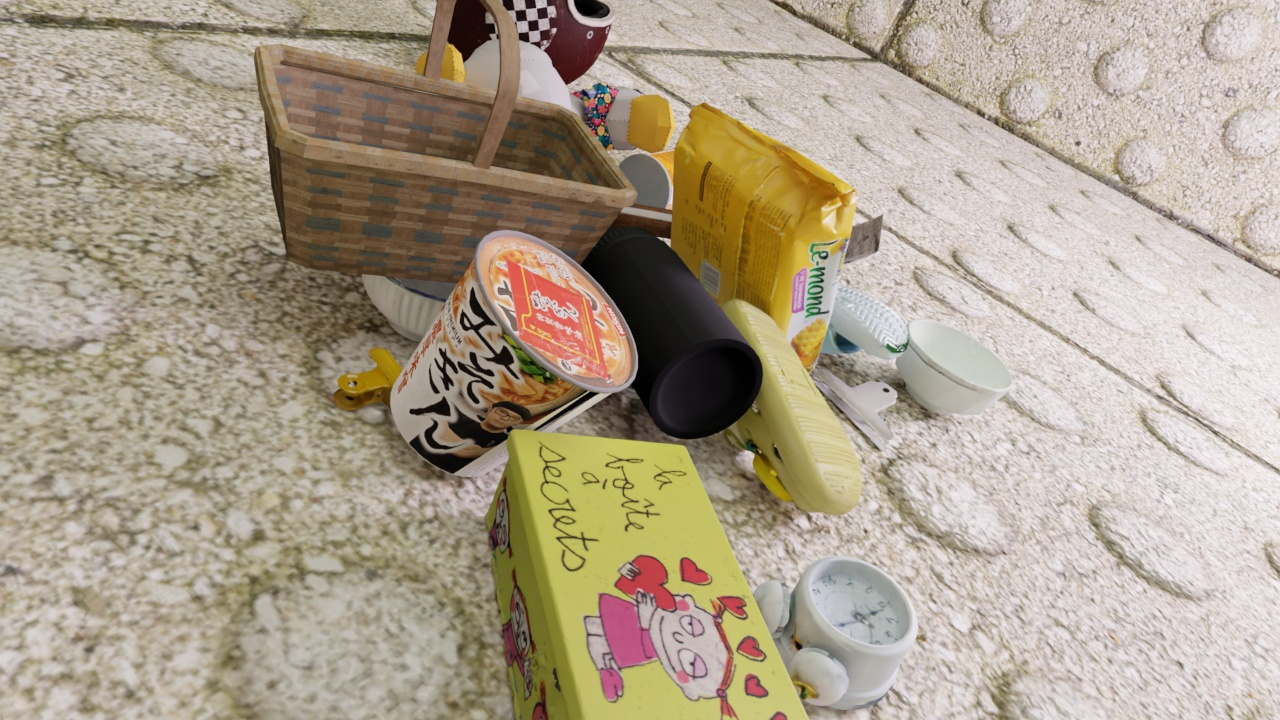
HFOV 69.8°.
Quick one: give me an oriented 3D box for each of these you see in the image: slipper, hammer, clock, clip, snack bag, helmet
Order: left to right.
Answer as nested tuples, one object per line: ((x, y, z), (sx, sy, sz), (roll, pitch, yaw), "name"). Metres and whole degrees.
((-0.180, 0.020, 0.616), (0.049, 0.044, 0.054), (-35, 59, -16), "clip")
((-0.145, -0.478, 1.178), (0.233, 0.254, 0.233), (-12, 34, -10), "helmet")
((0.077, -0.139, 0.948), (0.300, 0.037, 0.218), (8, -2, -10), "hammer")
((0.090, -0.090, 0.786), (0.068, 0.248, 0.159), (-36, 59, -26), "snack bag")
((0.096, 0.041, 0.710), (0.091, 0.082, 0.190), (17, 43, -54), "slipper")
((0.155, -0.049, 0.914), (0.245, 0.074, 0.103), (28, 21, 38), "slipper")
((0.113, 0.167, 0.558), (0.117, 0.057, 0.083), (-7, 42, -31), "clock")
((0.209, 0.046, 0.861), (0.056, 0.046, 0.101), (-7, 44, -36), "clip")

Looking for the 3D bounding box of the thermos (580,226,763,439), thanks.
((0.012, -0.034, 0.709), (0.086, 0.086, 0.198), (6, 31, -28), "thermos")

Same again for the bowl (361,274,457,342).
((-0.158, -0.053, 0.700), (0.118, 0.062, 0.118), (18, 32, -12), "bowl")

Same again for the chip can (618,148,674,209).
((0.057, -0.220, 1.101), (0.075, 0.075, 0.214), (36, 32, 19), "chip can")

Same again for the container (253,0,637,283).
((-0.132, -0.164, 0.640), (0.249, 0.187, 0.157), (3, 37, -32), "container")

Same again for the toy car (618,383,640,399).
((-0.004, 0.004, 0.754), (0.038, 0.027, 0.089), (17, 29, -3), "toy car")

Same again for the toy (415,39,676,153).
((-0.115, -0.262, 0.971), (0.247, 0.141, 0.266), (21, 23, 40), "toy")

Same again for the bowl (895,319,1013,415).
((0.308, 0.015, 0.929), (0.117, 0.061, 0.117), (18, 32, -12), "bowl")

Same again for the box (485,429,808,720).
((-0.008, 0.137, 0.495), (0.124, 0.082, 0.220), (10, 34, -22), "box")

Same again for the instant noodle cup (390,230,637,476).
((-0.088, 0.005, 0.578), (0.123, 0.122, 0.123), (35, 29, -24), "instant noodle cup")
